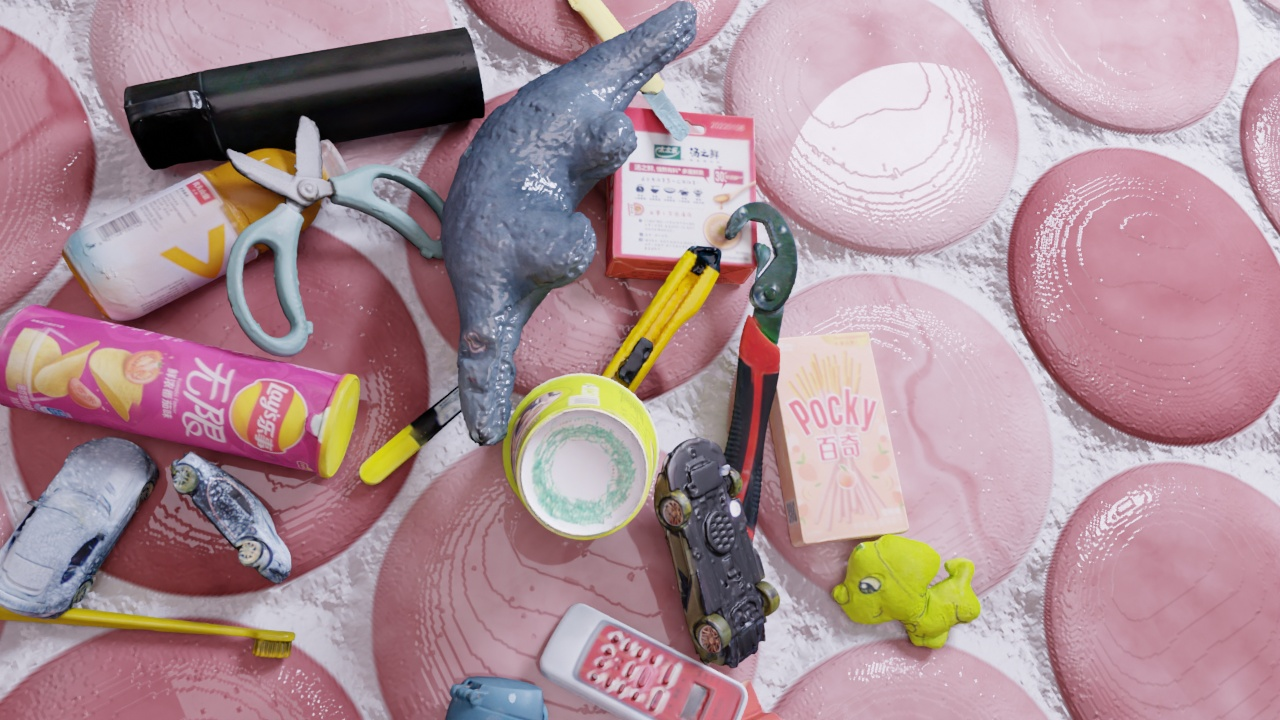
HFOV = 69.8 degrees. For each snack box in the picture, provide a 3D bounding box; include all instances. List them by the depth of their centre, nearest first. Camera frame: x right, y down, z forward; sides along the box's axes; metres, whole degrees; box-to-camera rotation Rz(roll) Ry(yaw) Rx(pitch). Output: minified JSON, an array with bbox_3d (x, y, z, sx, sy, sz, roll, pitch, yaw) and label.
[{"bbox_3d":[0.054,0.293,0.602,0.113,0.044,0.127,-19,78,-15],"label":"snack box"},{"bbox_3d":[0.144,0.058,0.695,0.084,0.026,0.157,-5,76,-12],"label":"snack box"},{"bbox_3d":[0.031,-0.128,0.719,0.113,0.044,0.127,3,75,-8],"label":"snack box"}]

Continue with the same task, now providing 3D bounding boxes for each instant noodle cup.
[{"bbox_3d":[-0.038,0.066,0.596,0.111,0.123,0.111,0,91,-4],"label":"instant noodle cup"}]

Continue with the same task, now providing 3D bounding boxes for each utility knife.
[{"bbox_3d":[-0.004,0.004,0.668,0.033,0.015,0.216,34,85,-5],"label":"utility knife"},{"bbox_3d":[-0.012,-0.245,0.733,0.030,0.021,0.204,-19,56,-24],"label":"utility knife"}]

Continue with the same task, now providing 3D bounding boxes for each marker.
[{"bbox_3d":[-0.149,0.044,0.655,0.018,0.015,0.124,46,69,4],"label":"marker"}]

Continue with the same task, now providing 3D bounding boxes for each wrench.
[{"bbox_3d":[0.080,0.018,0.676,0.056,0.016,0.273,6,85,-8],"label":"wrench"}]

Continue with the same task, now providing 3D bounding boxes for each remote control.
[{"bbox_3d":[0.001,0.211,0.606,0.136,0.020,0.055,24,57,15],"label":"remote control"}]

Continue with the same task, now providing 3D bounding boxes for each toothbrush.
[{"bbox_3d":[-0.320,0.172,0.587,0.190,0.016,0.016,9,79,-7],"label":"toothbrush"}]

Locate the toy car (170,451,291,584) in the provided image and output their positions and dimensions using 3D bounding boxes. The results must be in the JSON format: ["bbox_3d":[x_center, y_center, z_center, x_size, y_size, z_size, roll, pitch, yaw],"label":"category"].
[{"bbox_3d":[-0.263,0.101,0.599,0.031,0.049,0.105,-41,86,-15],"label":"toy car"}]

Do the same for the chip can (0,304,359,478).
[{"bbox_3d":[-0.300,0.021,0.604,0.210,0.071,0.071,13,72,-6],"label":"chip can"}]

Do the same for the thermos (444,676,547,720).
[{"bbox_3d":[-0.112,0.307,0.560,0.070,0.070,0.220,17,72,-5],"label":"thermos"}]

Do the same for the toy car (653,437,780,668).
[{"bbox_3d":[0.049,0.131,0.629,0.070,0.042,0.158,-15,91,-46],"label":"toy car"}]

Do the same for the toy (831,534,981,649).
[{"bbox_3d":[0.195,0.165,0.668,0.096,0.031,0.100,-38,96,0],"label":"toy"}]

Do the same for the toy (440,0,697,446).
[{"bbox_3d":[-0.074,-0.114,0.656,0.138,0.091,0.355,15,74,26],"label":"toy"}]

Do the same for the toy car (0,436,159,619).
[{"bbox_3d":[-0.361,0.104,0.584,0.054,0.037,0.120,24,61,-2],"label":"toy car"}]

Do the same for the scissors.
[{"bbox_3d":[-0.205,-0.080,0.640,0.169,0.019,0.171,9,75,-37],"label":"scissors"}]

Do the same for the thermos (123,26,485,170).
[{"bbox_3d":[-0.238,-0.190,0.667,0.242,0.090,0.068,-15,102,-14],"label":"thermos"}]

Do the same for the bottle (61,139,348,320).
[{"bbox_3d":[-0.294,-0.097,0.640,0.189,0.068,0.068,-33,82,-20],"label":"bottle"}]
